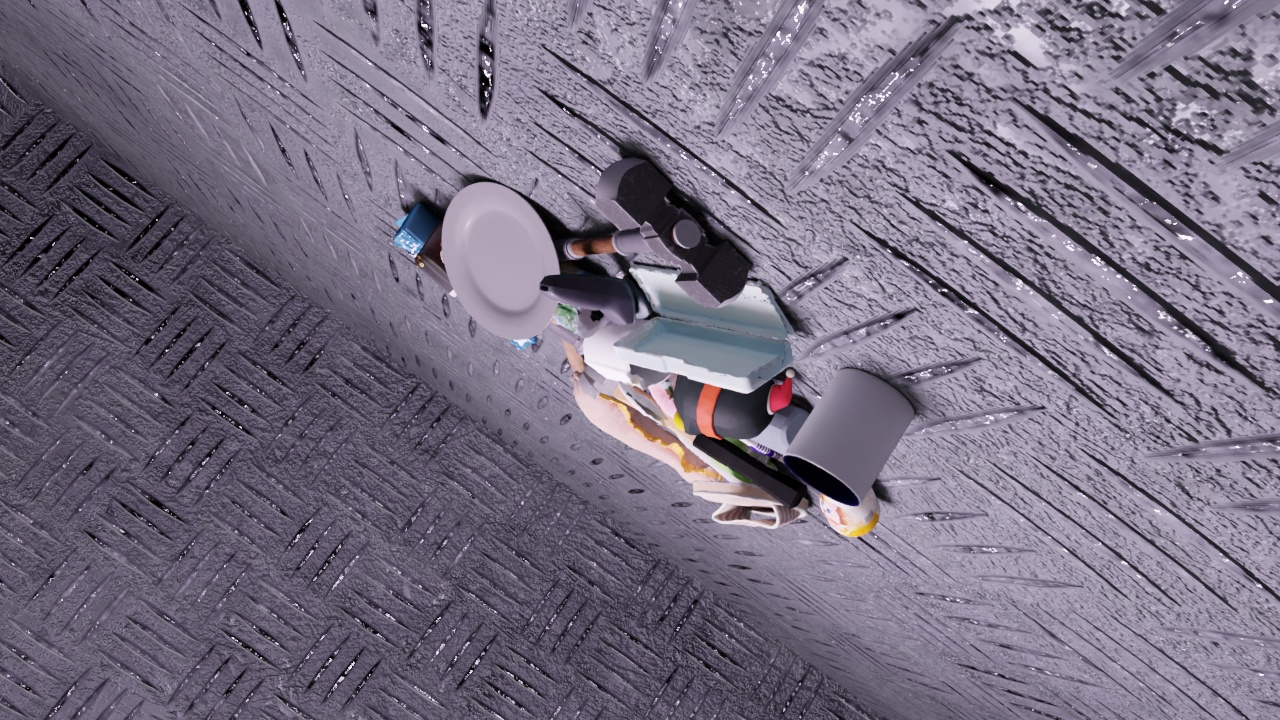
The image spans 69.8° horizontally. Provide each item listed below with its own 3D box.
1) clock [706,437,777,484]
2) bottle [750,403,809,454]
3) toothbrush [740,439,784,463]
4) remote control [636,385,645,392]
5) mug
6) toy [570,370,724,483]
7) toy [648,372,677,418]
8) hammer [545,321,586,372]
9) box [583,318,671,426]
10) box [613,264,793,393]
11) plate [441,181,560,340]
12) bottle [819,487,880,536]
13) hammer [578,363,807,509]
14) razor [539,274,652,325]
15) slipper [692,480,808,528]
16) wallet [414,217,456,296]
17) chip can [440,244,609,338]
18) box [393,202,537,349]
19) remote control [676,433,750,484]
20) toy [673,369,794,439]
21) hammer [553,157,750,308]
[{"bbox_3d":[0.137,0.131,1.235,0.119,0.042,0.094,24,162,36],"label":"clock"},{"bbox_3d":[0.125,0.060,1.030,0.161,0.046,0.072,24,162,49],"label":"bottle"},{"bbox_3d":[0.144,0.104,1.124,0.186,0.015,0.016,30,167,-28],"label":"toothbrush"},{"bbox_3d":[-0.009,0.046,1.355,0.034,0.013,0.150,33,166,16],"label":"remote control"},{"bbox_3d":[0.184,0.072,0.838,0.078,0.096,0.112,35,166,2],"label":"mug"},{"bbox_3d":[0.008,0.106,1.338,0.264,0.065,0.196,35,173,8],"label":"toy"},{"bbox_3d":[0.041,0.036,1.128,0.102,0.050,0.093,56,-171,19],"label":"toy"},{"bbox_3d":[-0.096,-0.022,1.290,0.098,0.052,0.329,34,168,8],"label":"hammer"},{"bbox_3d":[-0.005,0.009,1.033,0.084,0.118,0.160,42,162,-31],"label":"box"},{"bbox_3d":[0.053,-0.043,0.863,0.199,0.085,0.096,15,128,50],"label":"box"},{"bbox_3d":[-0.153,-0.109,1.014,0.179,0.012,0.179,17,119,32],"label":"plate"},{"bbox_3d":[0.237,0.158,1.055,0.063,0.063,0.108,25,161,37],"label":"bottle"},{"bbox_3d":[0.062,0.089,1.174,0.328,0.039,0.131,31,-170,21],"label":"hammer"},{"bbox_3d":[-0.046,-0.065,0.932,0.047,0.052,0.142,18,-171,40],"label":"razor"},{"bbox_3d":[0.149,0.200,1.247,0.115,0.052,0.262,-2,164,29],"label":"slipper"},{"bbox_3d":[-0.241,-0.133,1.161,0.072,0.019,0.122,41,-156,-17],"label":"wallet"},{"bbox_3d":[-0.132,-0.099,1.062,0.223,0.075,0.075,28,164,28],"label":"chip can"},{"bbox_3d":[-0.235,-0.123,1.267,0.232,0.066,0.173,41,-177,-22],"label":"box"},{"bbox_3d":[0.103,0.134,1.318,0.138,0.025,0.060,40,-171,-16],"label":"remote control"},{"bbox_3d":[0.094,0.037,0.941,0.119,0.097,0.100,24,158,29],"label":"toy"},{"bbox_3d":[-0.030,-0.111,0.874,0.156,0.043,0.323,42,167,-21],"label":"hammer"}]
